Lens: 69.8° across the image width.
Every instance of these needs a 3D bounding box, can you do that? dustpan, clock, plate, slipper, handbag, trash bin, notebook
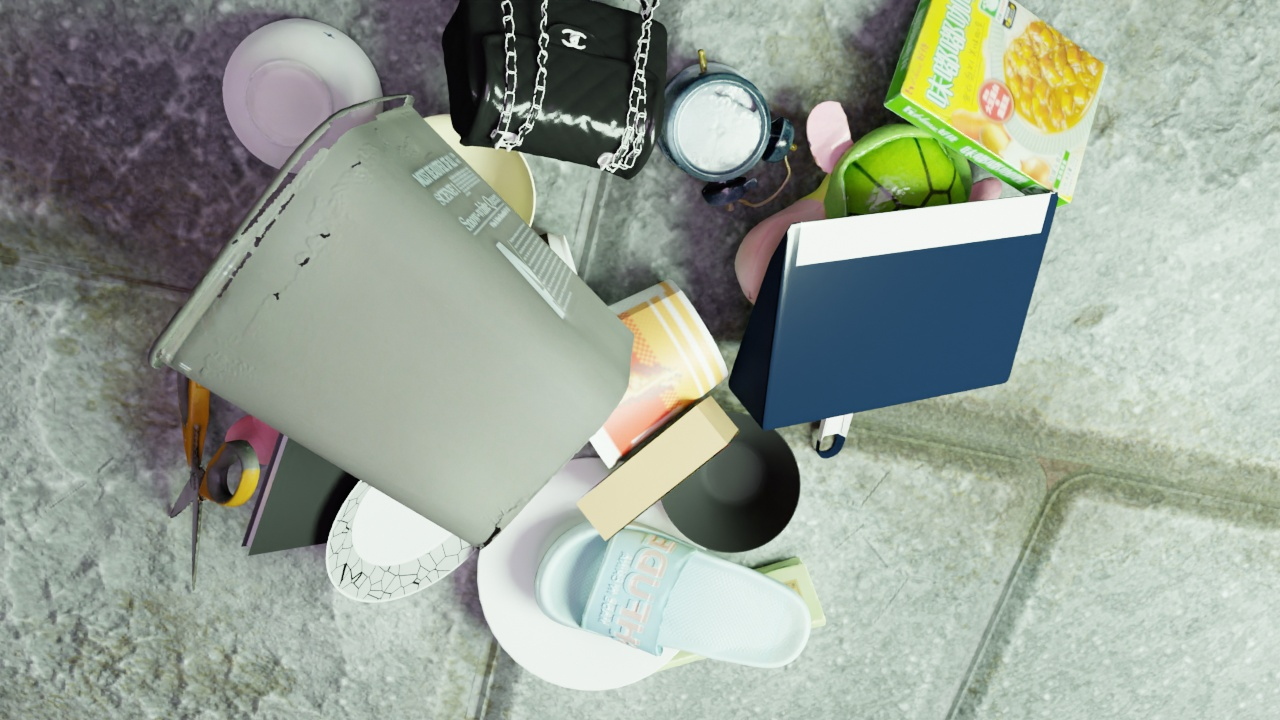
[{"bbox_3d":[0.191,-0.012,0.759,0.236,0.080,0.274,-9,122,-19],"label":"dustpan"},{"bbox_3d":[0.066,-0.176,0.722,0.090,0.052,0.129,-44,114,11],"label":"clock"},{"bbox_3d":[-0.181,0.123,0.774,0.188,0.016,0.189,-33,143,-29],"label":"plate"},{"bbox_3d":[0.031,0.206,0.792,0.245,0.074,0.104,16,86,-2],"label":"slipper"},{"bbox_3d":[-0.043,0.193,0.837,0.208,0.015,0.208,0,87,-2],"label":"plate"},{"bbox_3d":[-0.049,-0.201,0.631,0.153,0.115,0.125,8,66,-27],"label":"handbag"},{"bbox_3d":[-0.136,-0.019,0.589,0.220,0.197,0.198,40,106,-11],"label":"trash bin"},{"bbox_3d":[-0.200,0.078,0.738,0.206,0.016,0.149,1,119,-53],"label":"notebook"}]

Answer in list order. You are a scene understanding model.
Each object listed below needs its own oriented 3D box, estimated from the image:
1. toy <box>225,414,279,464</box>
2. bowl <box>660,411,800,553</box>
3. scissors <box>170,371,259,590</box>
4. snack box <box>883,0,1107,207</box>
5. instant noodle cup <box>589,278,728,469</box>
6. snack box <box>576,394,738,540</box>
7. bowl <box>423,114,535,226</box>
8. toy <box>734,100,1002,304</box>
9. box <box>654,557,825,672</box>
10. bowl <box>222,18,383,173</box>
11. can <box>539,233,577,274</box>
[{"bbox_3d":[-0.243,0.052,0.759,0.192,0.096,0.237,-16,126,-13],"label":"toy"},{"bbox_3d":[0.082,0.105,0.821,0.124,0.052,0.124,1,94,12],"label":"bowl"},{"bbox_3d":[-0.347,0.086,0.732,0.016,0.225,0.225,-3,101,-42],"label":"scissors"},{"bbox_3d":[0.279,-0.213,0.709,0.168,0.027,0.131,26,75,-15],"label":"snack box"},{"bbox_3d":[-0.004,0.004,0.751,0.121,0.123,0.123,-31,111,-2],"label":"instant noodle cup"},{"bbox_3d":[0.016,0.087,0.760,0.126,0.088,0.040,-40,85,11],"label":"snack box"},{"bbox_3d":[-0.140,-0.132,0.702,0.118,0.074,0.118,-2,111,-6],"label":"bowl"},{"bbox_3d":[0.182,-0.116,0.737,0.238,0.087,0.190,-23,128,-7],"label":"toy"},{"bbox_3d":[0.080,0.258,0.887,0.188,0.091,0.083,-15,135,3],"label":"box"},{"bbox_3d":[-0.251,-0.190,0.674,0.113,0.063,0.113,-2,111,-5],"label":"bowl"},{"bbox_3d":[-0.114,-0.053,0.737,0.128,0.072,0.072,-16,112,0],"label":"can"}]
